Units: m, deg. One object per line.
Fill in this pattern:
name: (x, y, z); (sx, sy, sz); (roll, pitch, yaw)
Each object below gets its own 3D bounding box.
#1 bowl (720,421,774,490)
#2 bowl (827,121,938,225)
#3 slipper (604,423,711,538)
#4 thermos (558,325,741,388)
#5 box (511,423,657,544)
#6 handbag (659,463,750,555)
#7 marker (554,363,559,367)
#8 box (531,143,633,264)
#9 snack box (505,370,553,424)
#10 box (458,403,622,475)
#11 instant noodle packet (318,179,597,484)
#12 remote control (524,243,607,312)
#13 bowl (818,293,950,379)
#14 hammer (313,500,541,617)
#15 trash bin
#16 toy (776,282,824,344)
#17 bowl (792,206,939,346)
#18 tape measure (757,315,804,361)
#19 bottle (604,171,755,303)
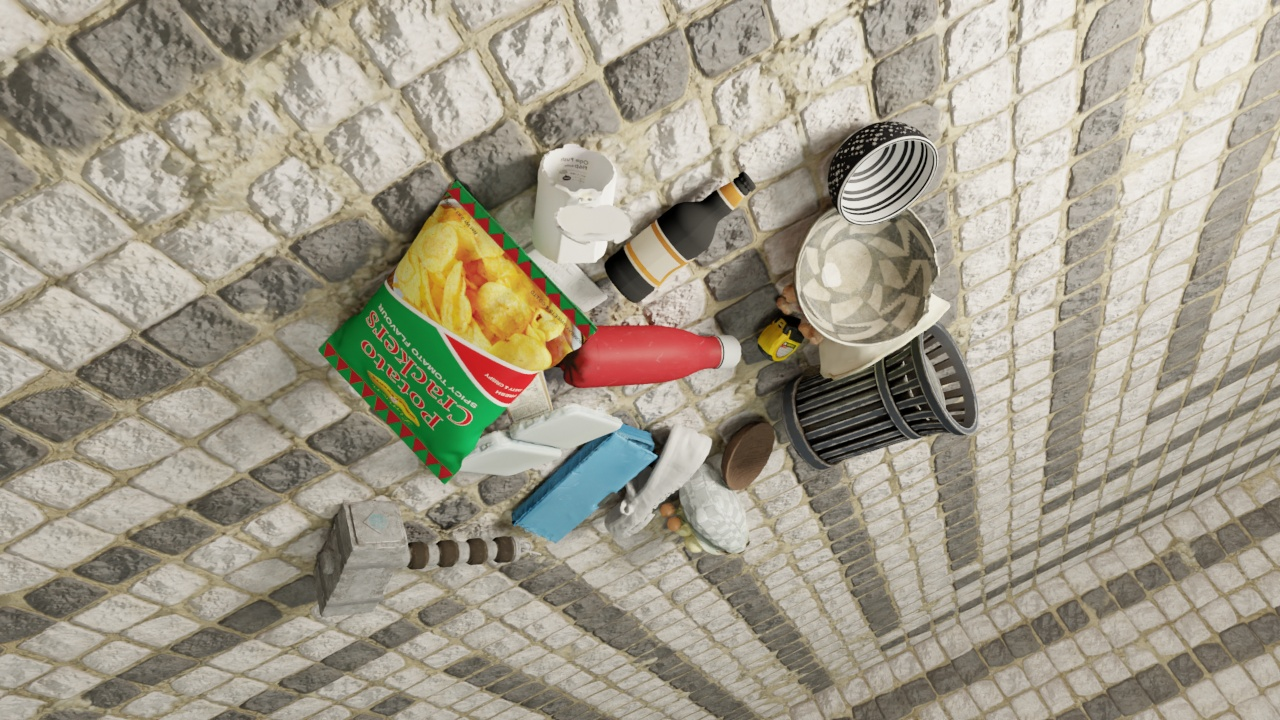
bowl: (0.160, 0.142, 1.416); (0.117, 0.030, 0.118); (-29, 133, -36)
bowl: (0.257, -0.216, 1.011); (0.120, 0.066, 0.120); (-16, 144, -13)
slipper: (0.013, 0.183, 1.368); (0.248, 0.074, 0.112); (-53, 174, 38)
thermos: (0.019, -0.008, 1.128); (0.239, 0.073, 0.073); (-3, 139, -29)
box: (-0.082, 0.181, 1.325); (0.232, 0.052, 0.093); (-43, 140, 23)
handbag: (0.100, 0.240, 1.464); (0.123, 0.112, 0.171); (-23, 145, 9)
marker: (-0.056, 0.010, 1.151); (0.123, 0.017, 0.021); (11, 176, -38)
box: (-0.058, -0.122, 0.873); (0.080, 0.150, 0.106); (-1, 137, -12)
snack box: (-0.144, 0.000, 1.057); (0.056, 0.057, 0.207); (-18, 145, -8)
box: (-0.129, 0.102, 1.146); (0.189, 0.037, 0.208); (-18, 167, 10)
instant noodle packet: (-0.190, -0.020, 0.916); (0.253, 0.195, 0.090); (-44, 179, 24)
remote control: (-0.081, -0.094, 1.010); (0.033, 0.012, 0.131); (-32, 144, 12)
bowl: (0.307, -0.050, 1.211); (0.189, 0.060, 0.218); (-29, -174, 45)
hammer: (-0.284, 0.273, 1.298); (0.325, 0.079, 0.177); (4, 135, -34)
trash bin: (0.325, 0.058, 1.281); (0.228, 0.164, 0.164); (-24, 150, 35)
toy: (0.237, -0.073, 1.174); (0.106, 0.085, 0.074); (-29, 167, -10)
bowl: (0.261, -0.109, 1.111); (0.178, 0.081, 0.178); (-1, 100, -9)
tape measure: (0.186, -0.030, 1.228); (0.065, 0.037, 0.064); (1, 134, -52)
bottle: (0.047, -0.138, 0.990); (0.182, 0.059, 0.059); (-37, 143, 16)
